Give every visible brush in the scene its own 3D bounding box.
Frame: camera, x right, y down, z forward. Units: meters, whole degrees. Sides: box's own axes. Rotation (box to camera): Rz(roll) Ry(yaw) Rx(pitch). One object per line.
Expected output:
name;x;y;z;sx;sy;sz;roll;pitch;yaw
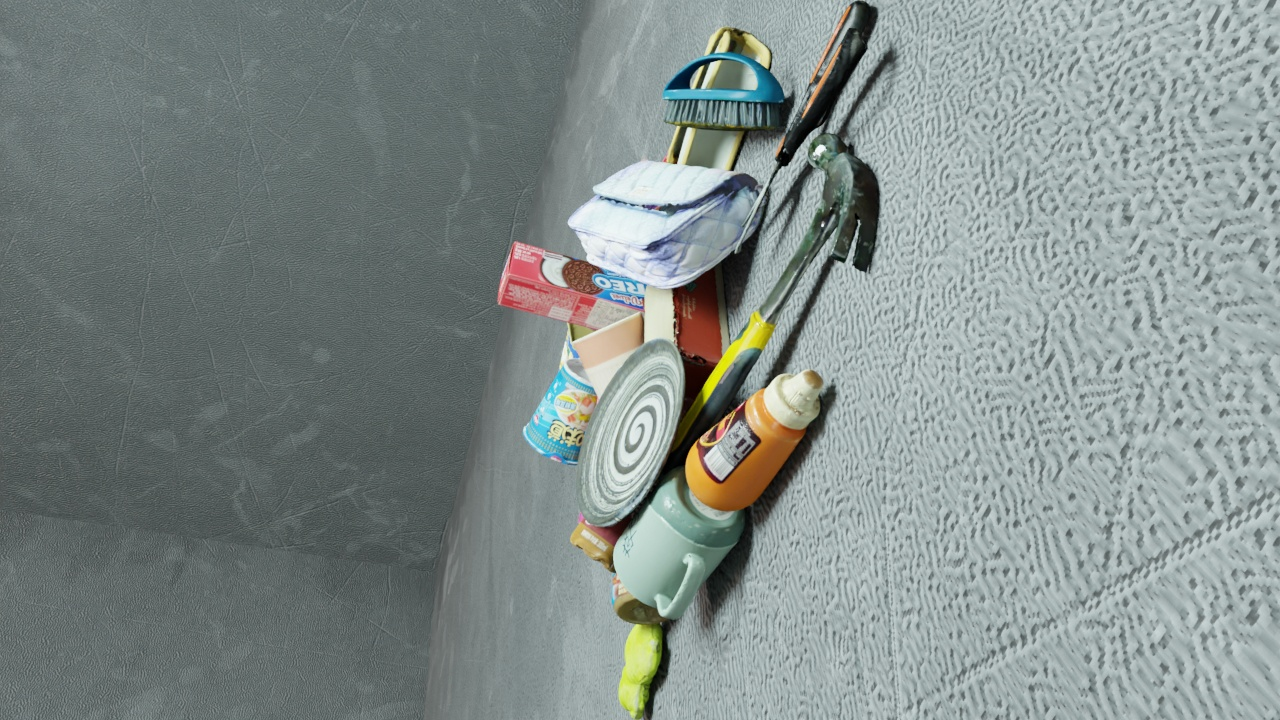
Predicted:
brush;0.079;-0.260;0.890;0.144;0.055;0.073;19;114;45

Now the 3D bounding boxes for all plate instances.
plate;-0.005;0.066;0.822;0.180;0.024;0.179;-48;27;35

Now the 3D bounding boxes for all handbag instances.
handbag;0.019;-0.145;0.916;0.194;0.134;0.075;25;148;55
handbag;0.077;-0.290;1.031;0.178;0.063;0.164;-97;25;-60

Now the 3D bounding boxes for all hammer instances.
hammer;0.090;-0.017;0.740;0.324;0.032;0.126;-61;22;29

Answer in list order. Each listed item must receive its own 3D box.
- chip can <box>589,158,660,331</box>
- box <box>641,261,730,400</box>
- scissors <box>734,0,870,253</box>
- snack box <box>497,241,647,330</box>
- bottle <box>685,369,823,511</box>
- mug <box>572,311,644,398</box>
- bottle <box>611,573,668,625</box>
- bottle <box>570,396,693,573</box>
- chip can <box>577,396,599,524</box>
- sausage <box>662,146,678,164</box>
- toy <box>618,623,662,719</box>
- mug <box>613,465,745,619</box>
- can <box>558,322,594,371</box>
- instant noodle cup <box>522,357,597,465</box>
chip can;-0.016;-0.138;1.140;0.215;0.071;0.071;-62;16;5
box;0.036;-0.035;0.936;0.092;0.076;0.168;118;159;-45
scissors;0.135;-0.195;0.763;0.227;0.021;0.197;123;171;-72
snack box;-0.057;-0.074;1.065;0.058;0.207;0.057;120;159;-48
bottle;0.091;0.057;0.699;0.150;0.066;0.066;126;153;-42
mug;-0.006;0.006;1.014;0.082;0.114;0.106;-20;95;46
bottle;0.003;0.157;0.935;0.218;0.065;0.065;-91;19;-44
bottle;0.006;0.114;0.866;0.174;0.057;0.057;-54;11;-10
chip can;-0.024;0.093;1.076;0.071;0.071;0.210;147;133;-70
sausage;0.048;-0.265;1.113;0.020;0.020;0.155;-60;5;50
toy;-0.001;0.299;0.902;0.097;0.031;0.100;155;125;-75
mug;0.034;0.156;0.768;0.111;0.082;0.107;-89;23;-48
can;-0.077;0.003;1.235;0.102;0.057;0.083;-109;31;-64
instant noodle cup;-0.083;0.061;1.157;0.110;0.099;0.099;-64;18;19
